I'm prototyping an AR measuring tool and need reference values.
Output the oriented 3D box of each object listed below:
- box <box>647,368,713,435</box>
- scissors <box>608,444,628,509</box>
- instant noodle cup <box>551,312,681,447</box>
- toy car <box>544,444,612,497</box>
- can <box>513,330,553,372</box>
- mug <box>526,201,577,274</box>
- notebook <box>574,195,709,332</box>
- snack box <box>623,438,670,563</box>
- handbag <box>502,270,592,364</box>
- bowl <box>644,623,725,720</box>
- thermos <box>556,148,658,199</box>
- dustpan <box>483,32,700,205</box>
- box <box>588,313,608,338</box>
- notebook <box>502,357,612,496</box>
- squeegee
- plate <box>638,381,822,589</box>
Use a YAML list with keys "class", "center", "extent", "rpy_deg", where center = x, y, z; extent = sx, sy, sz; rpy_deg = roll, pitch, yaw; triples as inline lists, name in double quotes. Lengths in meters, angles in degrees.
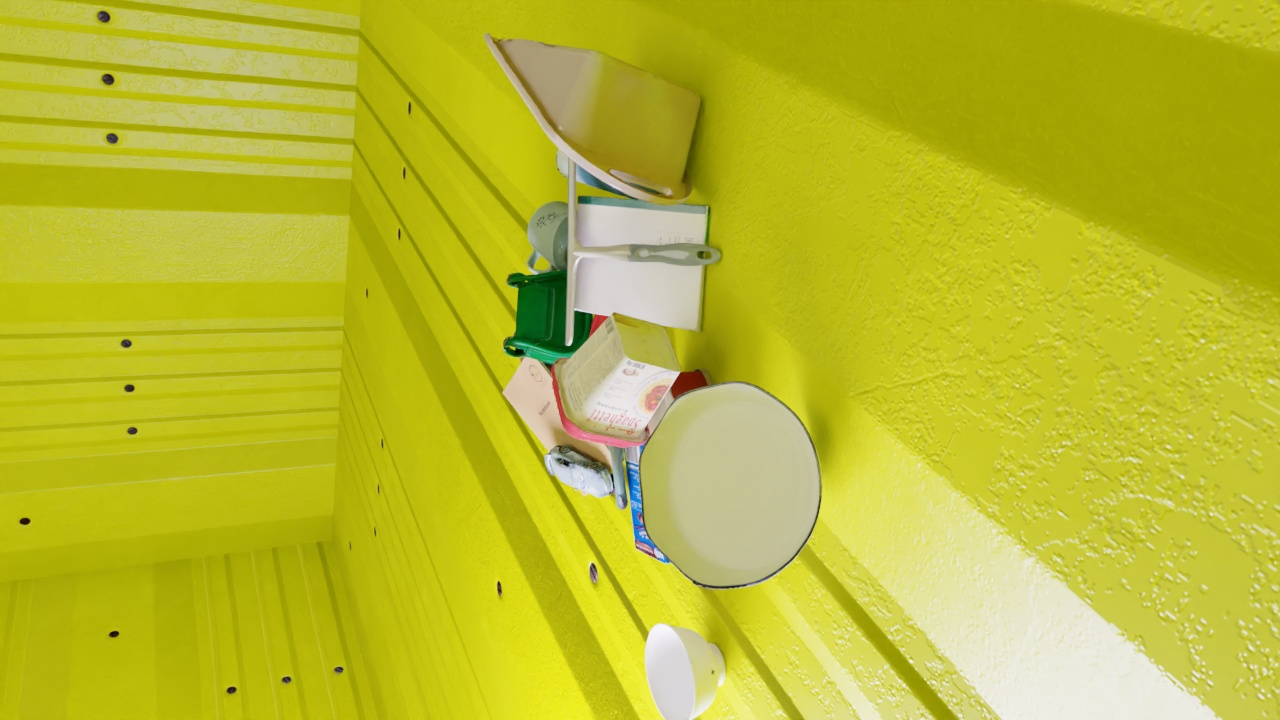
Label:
- class: "box"
  center: [0.054, 0.098, 1.053]
  extent: [0.092, 0.079, 0.168]
  rpy_deg: [-60, 41, 45]
- class: "scissors"
  center: [-0.031, 0.118, 1.198]
  extent: [0.174, 0.019, 0.177]
  rpy_deg: [86, 178, -56]
- class: "instant noodle cup"
  center: [-0.025, 0.020, 1.039]
  extent: [0.124, 0.116, 0.116]
  rpy_deg: [-52, 39, 33]
- class: "toy car"
  center: [-0.091, 0.164, 1.345]
  extent: [0.121, 0.036, 0.054]
  rpy_deg: [18, 130, 38]
- class: "can"
  center: [-0.144, 0.000, 1.391]
  extent: [0.075, 0.075, 0.111]
  rpy_deg: [38, 145, 56]
- class: "mug"
  center: [-0.115, -0.164, 1.326]
  extent: [0.112, 0.082, 0.106]
  rpy_deg: [-46, 41, 0]
- class: "notebook"
  center: [-0.006, -0.124, 1.137]
  extent: [0.209, 0.012, 0.150]
  rpy_deg: [13, 103, 38]
- class: "snack box"
  center: [0.014, 0.174, 1.178]
  extent: [0.085, 0.026, 0.157]
  rpy_deg: [6, 104, 62]
- class: "handbag"
  center: [-0.129, -0.061, 1.271]
  extent: [0.068, 0.120, 0.131]
  rpy_deg: [131, 141, -68]
- class: "bowl"
  center: [0.061, 0.365, 1.081]
  extent: [0.118, 0.064, 0.118]
  rpy_deg: [7, 98, 62]
- class: "thermos"
  center: [-0.042, -0.256, 1.221]
  extent: [0.220, 0.070, 0.070]
  rpy_deg: [34, 122, 57]
- class: "dustpan"
  center: [-0.053, -0.276, 1.075]
  extent: [0.274, 0.222, 0.139]
  rpy_deg: [28, 105, 51]
- class: "box"
  center: [-0.056, -0.001, 1.305]
  extent: [0.202, 0.048, 0.087]
  rpy_deg: [-64, 36, 42]
- class: "notebook"
  center: [-0.122, 0.096, 1.366]
  extent: [0.207, 0.008, 0.148]
  rpy_deg: [51, 144, 8]
- class: "squeegee"
  center: [-0.013, -0.129, 1.108]
  extent: [0.247, 0.039, 0.246]
  rpy_deg: [8, 99, 39]
- class: "plate"
  center: [0.092, 0.125, 0.932]
  extent: [0.205, 0.045, 0.204]
  rpy_deg: [-6, 79, 32]
